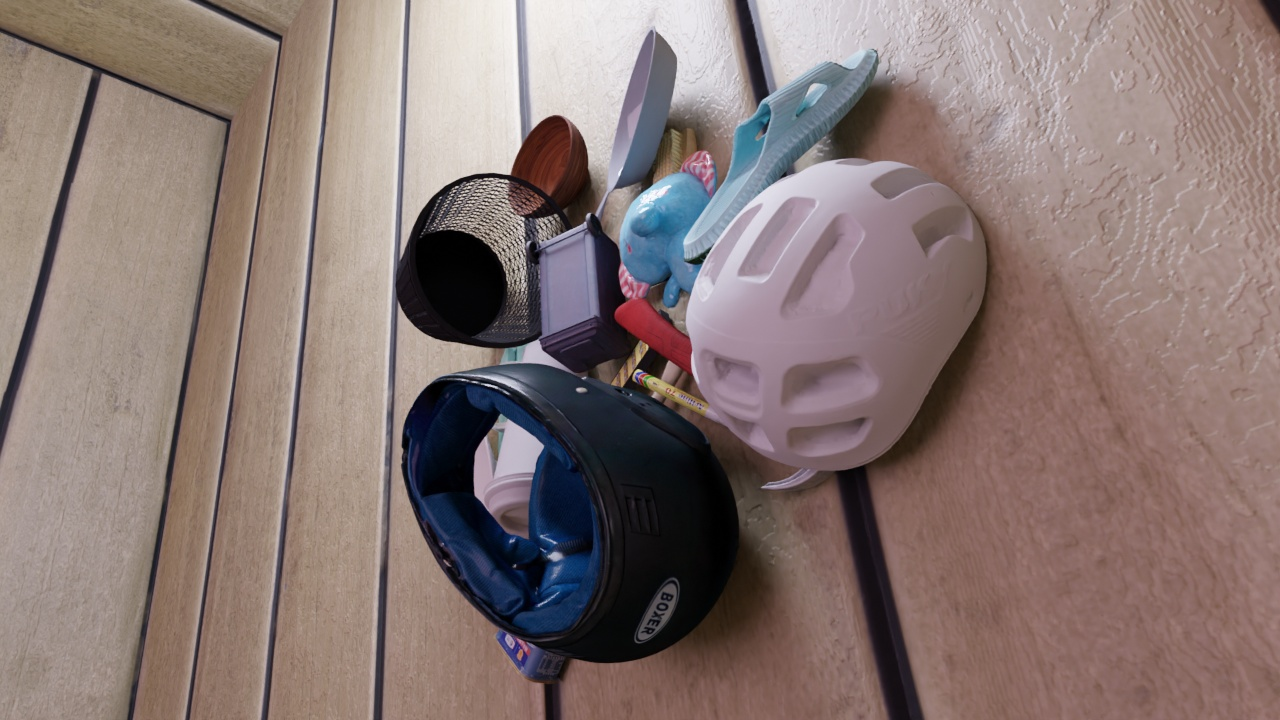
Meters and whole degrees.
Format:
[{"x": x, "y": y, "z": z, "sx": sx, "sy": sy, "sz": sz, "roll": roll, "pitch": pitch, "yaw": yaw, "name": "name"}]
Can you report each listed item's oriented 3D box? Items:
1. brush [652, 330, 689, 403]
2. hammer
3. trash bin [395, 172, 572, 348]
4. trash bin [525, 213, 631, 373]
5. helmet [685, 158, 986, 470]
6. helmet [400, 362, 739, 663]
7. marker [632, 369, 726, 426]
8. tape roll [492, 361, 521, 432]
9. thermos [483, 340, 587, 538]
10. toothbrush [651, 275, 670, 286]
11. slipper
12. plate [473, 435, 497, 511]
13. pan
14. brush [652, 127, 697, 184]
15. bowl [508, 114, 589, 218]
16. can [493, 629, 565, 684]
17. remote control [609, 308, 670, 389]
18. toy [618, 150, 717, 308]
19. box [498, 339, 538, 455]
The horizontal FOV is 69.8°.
[{"x": 0.038, "y": 0.000, "z": 0.994, "sx": 0.077, "sy": 0.062, "sz": 0.272, "roll": 39, "pitch": 103, "yaw": 34, "name": "brush"}, {"x": 0.077, "y": 0.016, "z": 0.905, "sx": 0.316, "sy": 0.036, "sz": 0.126, "roll": 34, "pitch": 104, "yaw": 42, "name": "hammer"}, {"x": -0.226, "y": -0.116, "z": 1.236, "sx": 0.244, "sy": 0.216, "sz": 0.216, "roll": -8, "pitch": 68, "yaw": 65, "name": "trash bin"}, {"x": -0.070, "y": -0.076, "z": 1.082, "sx": 0.094, "sy": 0.092, "sz": 0.160, "roll": -21, "pitch": 56, "yaw": 24, "name": "trash bin"}, {"x": 0.162, "y": -0.058, "z": 0.774, "sx": 0.224, "sy": 0.184, "sz": 0.281, "roll": 28, "pitch": 65, "yaw": 41, "name": "helmet"}, {"x": -0.051, "y": 0.136, "z": 0.876, "sx": 0.316, "sy": 0.235, "sz": 0.249, "roll": 35, "pitch": 109, "yaw": 34, "name": "helmet"}, {"x": 0.048, "y": 0.041, "z": 0.945, "sx": 0.132, "sy": 0.014, "sz": 0.014, "roll": 26, "pitch": 96, "yaw": 27, "name": "marker"}, {"x": -0.171, "y": 0.047, "z": 1.194, "sx": 0.094, "sy": 0.019, "sz": 0.094, "roll": -12, "pitch": 64, "yaw": 25, "name": "tape roll"}, {"x": -0.110, "y": 0.088, "z": 1.089, "sx": 0.132, "sy": 0.131, "sz": 0.221, "roll": -31, "pitch": 45, "yaw": 41, "name": "thermos"}, {"x": -0.008, "y": -0.091, "z": 1.116, "sx": 0.190, "sy": 0.016, "sz": 0.017, "roll": -17, "pitch": 55, "yaw": 47, "name": "toothbrush"}, {"x": 0.121, "y": -0.208, "z": 0.887, "sx": 0.276, "sy": 0.069, "sz": 0.116, "roll": -50, "pitch": 10, "yaw": -9, "name": "slipper"}, {"x": -0.202, "y": 0.177, "z": 1.201, "sx": 0.230, "sy": 0.030, "sz": 0.229, "roll": 177, "pitch": 90, "yaw": -68, "name": "plate"}, {"x": -0.026, "y": -0.237, "z": 1.154, "sx": 0.200, "sy": 0.050, "sz": 0.357, "roll": -96, "pitch": 21, "yaw": -59, "name": "pan"}, {"x": 0.039, "y": -0.224, "z": 1.092, "sx": 0.049, "sy": 0.039, "sz": 0.117, "roll": -28, "pitch": 48, "yaw": 44, "name": "brush"}, {"x": -0.114, "y": -0.259, "z": 1.276, "sx": 0.148, "sy": 0.068, "sz": 0.147, "roll": -24, "pitch": 57, "yaw": 43, "name": "bowl"}, {"x": -0.122, "y": 0.318, "z": 1.055, "sx": 0.100, "sy": 0.054, "sz": 0.059, "roll": 29, "pitch": 97, "yaw": 52, "name": "can"}, {"x": -0.006, "y": 0.006, "z": 1.054, "sx": 0.134, "sy": 0.013, "sz": 0.058, "roll": -56, "pitch": 15, "yaw": 19, "name": "remote control"}, {"x": 0.035, "y": -0.131, "z": 0.981, "sx": 0.184, "sy": 0.114, "sz": 0.180, "roll": -55, "pitch": 34, "yaw": 16, "name": "toy"}, {"x": -0.154, "y": 0.066, "z": 1.212, "sx": 0.138, "sy": 0.057, "sz": 0.186, "roll": -36, "pitch": 50, "yaw": 46, "name": "box"}]
